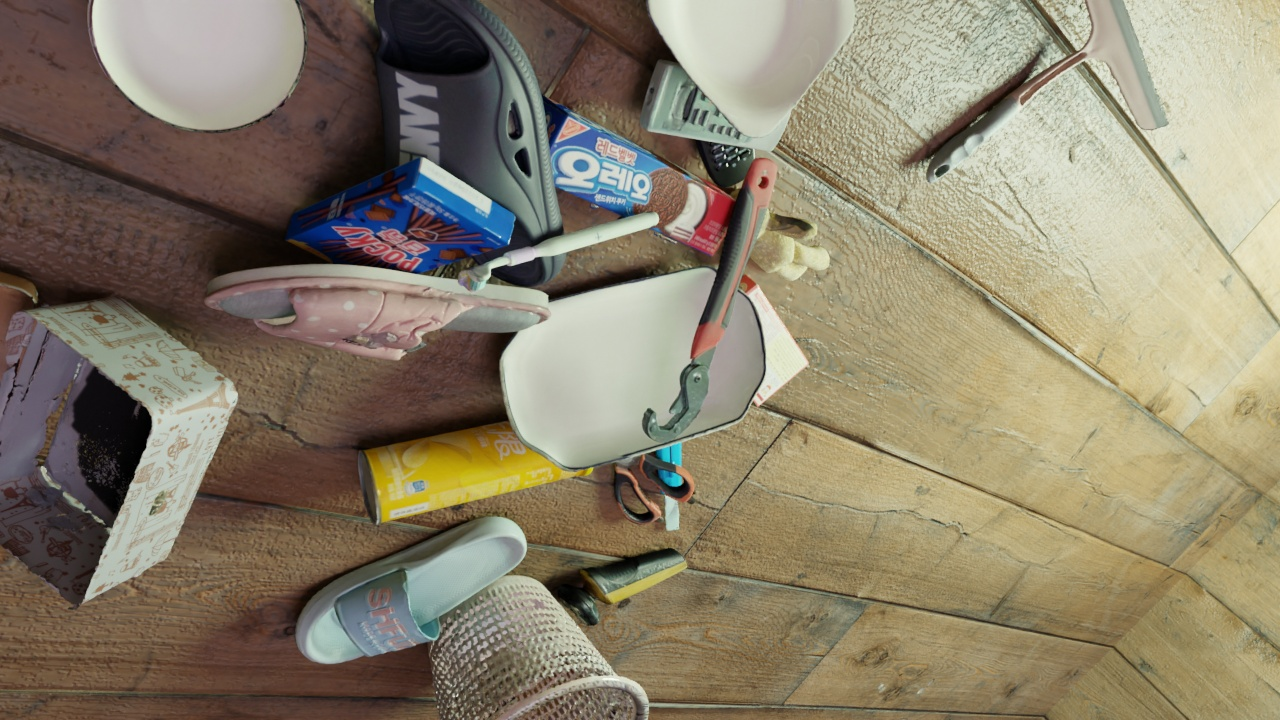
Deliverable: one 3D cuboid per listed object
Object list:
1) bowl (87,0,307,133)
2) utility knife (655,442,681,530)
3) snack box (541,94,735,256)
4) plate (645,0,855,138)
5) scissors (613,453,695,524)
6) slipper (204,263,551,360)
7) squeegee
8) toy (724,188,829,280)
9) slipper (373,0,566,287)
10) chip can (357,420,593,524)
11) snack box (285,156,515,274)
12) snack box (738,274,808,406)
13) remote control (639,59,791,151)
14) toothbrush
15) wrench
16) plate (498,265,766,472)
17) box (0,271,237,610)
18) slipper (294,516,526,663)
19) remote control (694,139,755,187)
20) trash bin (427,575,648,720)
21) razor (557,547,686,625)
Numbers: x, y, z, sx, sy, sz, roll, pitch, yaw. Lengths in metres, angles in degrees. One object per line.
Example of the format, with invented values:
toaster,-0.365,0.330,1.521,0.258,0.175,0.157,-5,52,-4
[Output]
bowl,-0.267,-0.204,0.553,0.116,0.066,0.117,-18,131,-21
utility knife,0.034,0.128,1.052,0.034,0.018,0.217,-21,135,-18
snack box,-0.009,-0.150,0.771,0.207,0.057,0.058,17,111,-40
plate,0.083,-0.276,0.715,0.164,0.034,0.163,45,77,-31
scissors,0.001,0.106,1.001,0.196,0.015,0.206,9,128,-18
slipper,-0.191,-0.033,0.712,0.273,0.114,0.054,2,80,-40
squeegee,0.393,-0.268,0.949,0.250,0.040,0.247,-37,120,6
toy,0.128,-0.118,0.890,0.105,0.066,0.157,-14,156,37
slipper,-0.123,-0.137,0.657,0.268,0.111,0.083,76,34,-48
chip can,-0.152,0.097,0.867,0.213,0.072,0.072,-12,130,-25
snack box,-0.175,-0.094,0.657,0.157,0.026,0.084,-10,153,39
snack box,0.120,-0.018,0.981,0.077,0.027,0.156,-40,136,1
remote control,0.066,-0.210,0.761,0.135,0.019,0.056,2,122,-31
toothbrush,-0.055,-0.087,0.702,0.189,0.029,0.020,-25,103,-37
wrench,0.066,-0.049,0.826,0.056,0.016,0.274,10,107,-38
plate,-0.005,0.005,0.870,0.265,0.034,0.162,-16,98,-19
box,-0.432,0.033,0.621,0.273,0.125,0.179,27,110,-15
slipper,-0.225,0.245,0.938,0.245,0.074,0.104,-26,135,-15
remote control,0.066,-0.212,0.792,0.053,0.024,0.136,-29,133,-7
trash bin,-0.133,0.352,0.996,0.227,0.192,0.228,-18,132,-21
razor,-0.017,0.268,1.108,0.167,0.062,0.067,-15,99,-30
